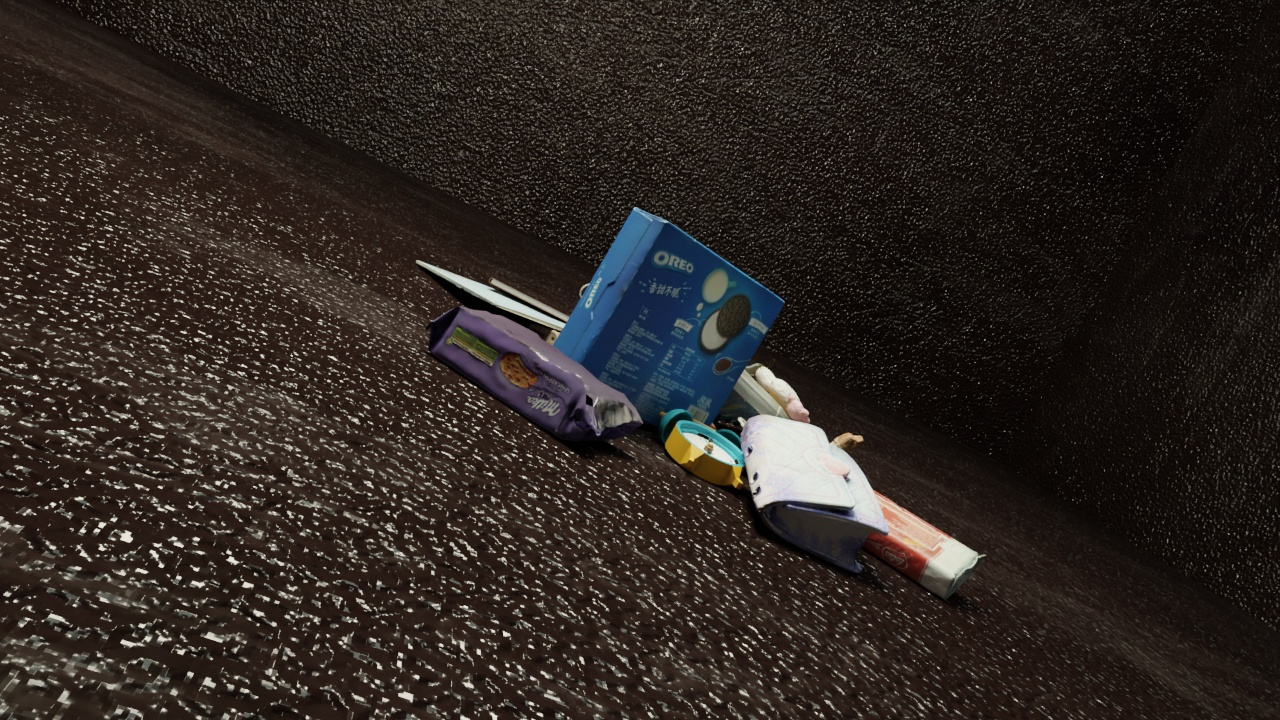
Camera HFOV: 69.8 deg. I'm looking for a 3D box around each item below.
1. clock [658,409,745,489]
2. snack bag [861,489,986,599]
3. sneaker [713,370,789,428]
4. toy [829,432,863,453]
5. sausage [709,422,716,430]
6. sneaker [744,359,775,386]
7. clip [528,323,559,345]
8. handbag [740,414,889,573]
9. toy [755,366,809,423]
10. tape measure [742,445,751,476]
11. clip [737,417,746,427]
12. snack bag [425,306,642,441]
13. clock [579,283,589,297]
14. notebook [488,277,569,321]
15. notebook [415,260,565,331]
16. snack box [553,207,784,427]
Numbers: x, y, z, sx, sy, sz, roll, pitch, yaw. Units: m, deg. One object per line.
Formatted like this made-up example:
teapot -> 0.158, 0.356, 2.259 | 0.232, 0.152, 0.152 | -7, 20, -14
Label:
clock -> 0.067, 0.091, 0.965 | 0.099, 0.044, 0.129 | 25, 15, -13
snack bag -> 0.251, 0.173, 0.993 | 0.225, 0.041, 0.077 | 33, 28, 30
sneaker -> 0.124, 0.058, 1.240 | 0.235, 0.079, 0.087 | 46, -7, -34
toy -> 0.233, 0.122, 1.202 | 0.106, 0.074, 0.085 | 4, 7, 22
sausage -> 0.084, 0.091, 1.097 | 0.020, 0.020, 0.155 | 26, 8, -4
sneaker -> 0.091, -0.015, 1.366 | 0.238, 0.143, 0.101 | 27, 8, 6
clip -> -0.123, -0.032, 1.214 | 0.059, 0.026, 0.052 | 20, 4, 10
handbag -> 0.163, 0.121, 0.896 | 0.126, 0.069, 0.158 | 27, 21, -12
toy -> 0.201, 0.056, 1.290 | 0.122, 0.038, 0.079 | 41, -25, 60
tape measure -> 0.126, 0.111, 1.050 | 0.061, 0.034, 0.061 | 25, 10, -5
clip -> 0.138, 0.108, 1.201 | 0.055, 0.045, 0.101 | 36, 9, 13
snack bag -> -0.098, 0.013, 0.861 | 0.205, 0.058, 0.096 | 30, 7, 24
clock -> -0.037, -0.058, 1.282 | 0.061, 0.103, 0.157 | 45, 1, 42
notebook -> -0.157, -0.086, 1.401 | 0.141, 0.008, 0.209 | 27, 0, -4
notebook -> -0.187, -0.083, 1.285 | 0.181, 0.009, 0.254 | 21, 4, -41
snack box -> 0.031, -0.029, 0.994 | 0.238, 0.195, 0.056 | 26, 7, -46
